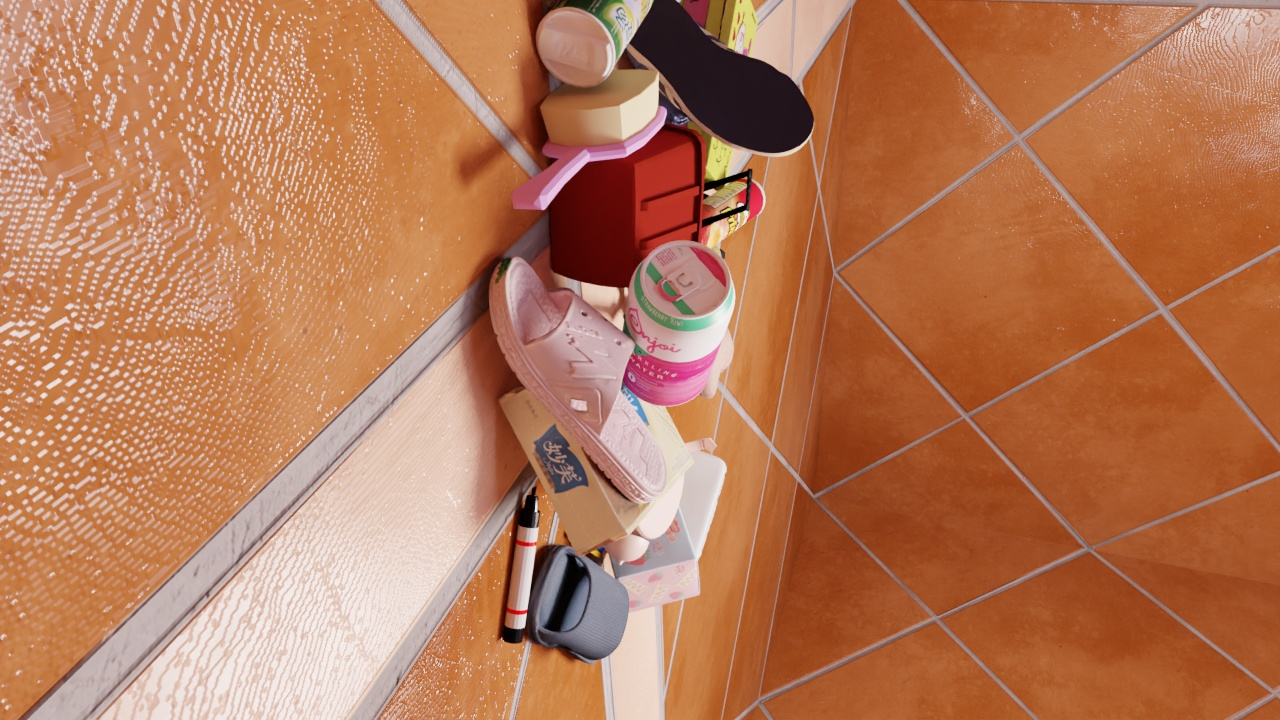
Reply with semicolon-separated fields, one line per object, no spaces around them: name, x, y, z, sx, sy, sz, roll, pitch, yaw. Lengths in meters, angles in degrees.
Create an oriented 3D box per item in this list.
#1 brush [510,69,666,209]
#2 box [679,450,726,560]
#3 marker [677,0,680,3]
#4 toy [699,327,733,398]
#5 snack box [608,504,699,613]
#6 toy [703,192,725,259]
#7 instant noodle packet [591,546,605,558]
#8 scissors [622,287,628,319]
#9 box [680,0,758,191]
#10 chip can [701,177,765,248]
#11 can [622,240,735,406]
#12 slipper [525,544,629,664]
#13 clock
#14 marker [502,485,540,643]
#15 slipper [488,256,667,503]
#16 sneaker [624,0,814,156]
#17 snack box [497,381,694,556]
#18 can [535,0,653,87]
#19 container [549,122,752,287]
brush;-0.047;-0.184;0.742;0.228;0.089;0.043;-58;147;-52
box;0.049;0.210;1.223;0.130;0.106;0.210;86;21;-45
marker;0.019;-0.411;0.964;0.146;0.017;0.017;18;82;-73
toy;0.086;-0.074;1.294;0.195;0.065;0.265;-73;157;-50
snack box;0.012;0.228;1.074;0.093;0.094;0.080;-110;-172;-46
toy;0.054;-0.122;1.113;0.112;0.096;0.175;51;39;-68
instant noodle packet;-0.043;0.146;1.028;0.087;0.026;0.134;56;46;-59
scissors;-0.011;-0.071;1.001;0.196;0.015;0.179;-90;164;-63
box;0.074;-0.320;1.080;0.124;0.083;0.221;21;78;-73
chip can;0.075;-0.153;1.029;0.214;0.052;0.052;-40;137;-51
can;0.029;-0.029;0.806;0.166;0.088;0.088;101;6;-63
slipper;-0.048;0.270;0.981;0.264;0.082;0.101;68;33;-60
clock;0.009;0.131;1.009;0.160;0.086;0.131;-44;131;-44
marker;-0.108;0.188;0.848;0.019;0.019;0.145;1;98;-73
slipper;-0.035;0.015;0.746;0.239;0.065;0.094;55;26;-21
sneaker;0.070;-0.255;0.912;0.091;0.233;0.118;-46;165;-7
snack box;-0.033;0.068;0.849;0.153;0.055;0.207;63;22;-2
can;-0.035;-0.287;0.764;0.067;0.067;0.120;80;25;-46
container;0.008;-0.153;0.871;0.200;0.127;0.148;-34;132;-54
